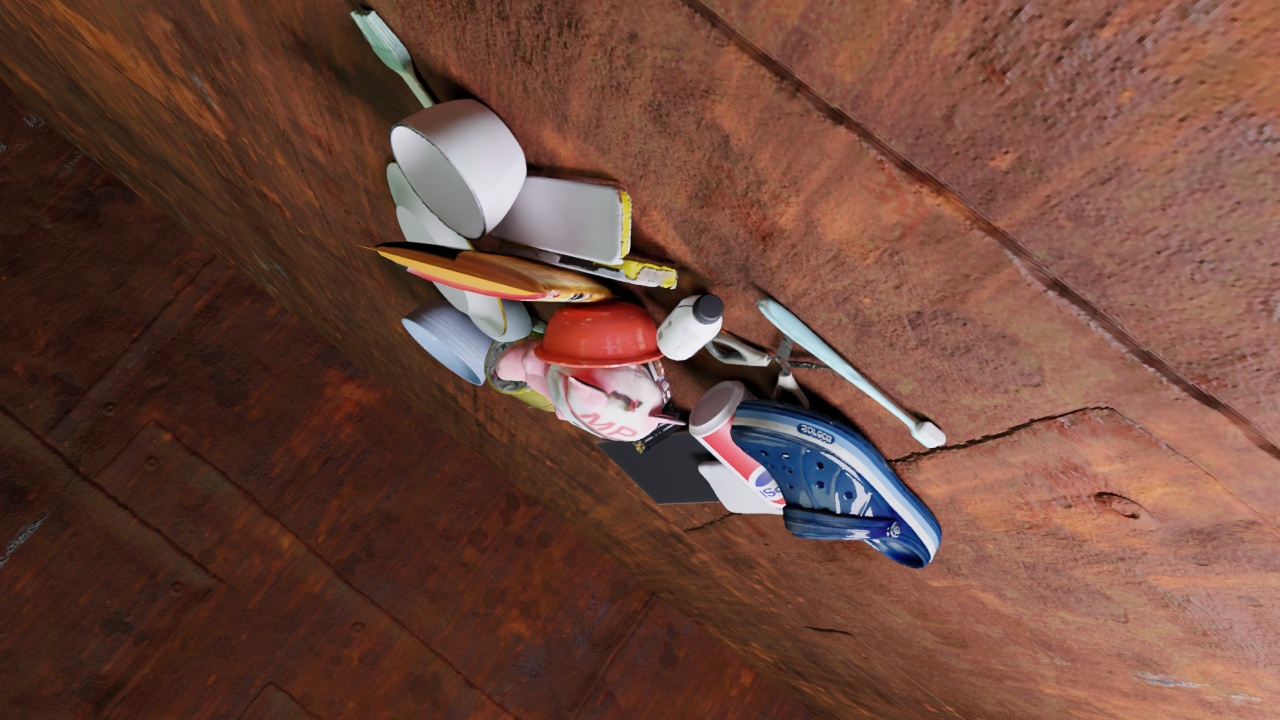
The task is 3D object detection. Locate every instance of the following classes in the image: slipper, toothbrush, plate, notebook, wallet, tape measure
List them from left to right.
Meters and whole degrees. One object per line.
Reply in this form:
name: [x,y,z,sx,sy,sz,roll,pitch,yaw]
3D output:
plate: [-0.228,-0.120,1.047,0.230,0.021,0.230,46,160,22]
toothbrush: [-0.180,-0.064,1.213,0.189,0.016,0.017,23,168,41]
tape measure: [0.012,0.065,1.080,0.038,0.067,0.062,53,-172,-45]
notebook: [0.059,0.132,1.133,0.210,0.008,0.141,-11,132,43]
wallet: [0.132,0.141,1.061,0.116,0.032,0.086,-3,131,45]
slipper: [0.181,0.129,0.841,0.252,0.095,0.105,38,165,-22]
toothbrush: [0.161,0.009,0.705,0.180,0.016,0.017,38,166,-3]

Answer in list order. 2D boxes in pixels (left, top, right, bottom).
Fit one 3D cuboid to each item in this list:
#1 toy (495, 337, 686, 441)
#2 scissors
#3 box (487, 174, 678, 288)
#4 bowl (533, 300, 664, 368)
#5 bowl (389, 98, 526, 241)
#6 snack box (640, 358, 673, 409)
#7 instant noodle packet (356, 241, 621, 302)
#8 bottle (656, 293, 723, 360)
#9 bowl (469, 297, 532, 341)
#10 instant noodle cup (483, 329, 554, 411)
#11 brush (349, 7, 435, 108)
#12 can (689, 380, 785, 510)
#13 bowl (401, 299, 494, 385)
toy: [-0.057,0.027,0.965,0.142,0.084,0.213,38,169,-30]
scissors: [0.115,0.006,0.797,0.169,0.012,0.157,24,161,39]
box: [-0.055,-0.119,0.802,0.083,0.080,0.210,-1,-166,-41]
bowl: [-0.039,-0.030,0.882,0.131,0.130,0.045,17,113,50]
bowl: [-0.147,-0.165,0.766,0.116,0.065,0.116,37,156,19]
snack box: [-0.006,0.006,1.011,0.051,0.031,0.141,29,161,26]
instant noodle packet: [-0.122,-0.078,0.825,0.160,0.032,0.220,16,-173,17]
bottle: [0.045,-0.032,0.793,0.041,0.041,0.116,38,163,-2]
bowl: [-0.187,-0.063,1.153,0.106,0.039,0.106,37,154,21]
instant noodle cup: [-0.140,0.019,1.230,0.102,0.102,0.108,27,169,32]
brush: [-0.181,-0.219,0.812,0.033,0.012,0.218,25,160,38]
can: [0.114,0.085,0.908,0.132,0.070,0.070,44,163,-19]
bowl: [-0.272,-0.039,1.364,0.150,0.074,0.151,35,163,12]
